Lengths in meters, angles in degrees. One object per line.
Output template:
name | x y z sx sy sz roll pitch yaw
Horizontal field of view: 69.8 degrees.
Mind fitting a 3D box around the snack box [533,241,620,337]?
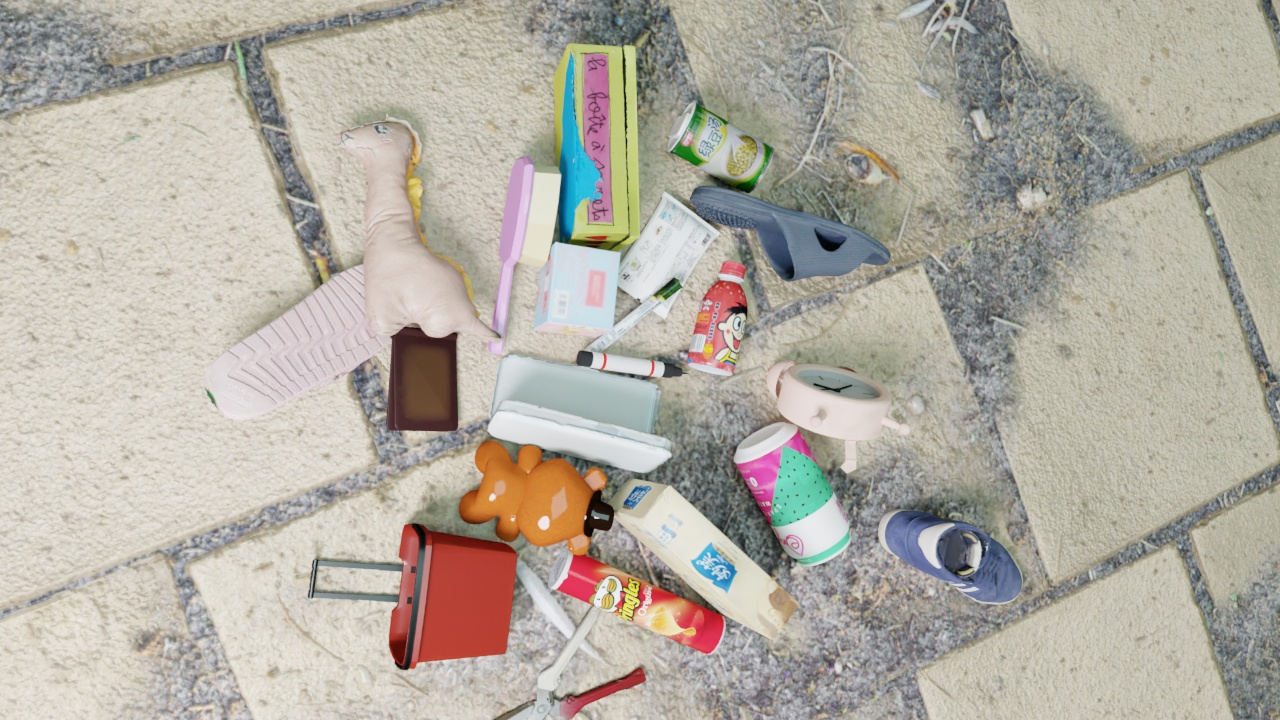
snack box | -0.075 -0.079 1.067 0.079 0.095 0.093 7 84 -17

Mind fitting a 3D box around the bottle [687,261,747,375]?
bottle | 0.101 -0.054 1.135 0.062 0.062 0.137 16 83 -15

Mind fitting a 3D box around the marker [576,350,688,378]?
marker | -0.007 0.006 1.113 0.145 0.019 0.019 8 84 -25

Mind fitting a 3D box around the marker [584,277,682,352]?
marker | -0.010 -0.050 1.110 0.146 0.017 0.017 -38 98 -3

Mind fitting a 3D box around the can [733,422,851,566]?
can | 0.188 0.164 1.132 0.088 0.088 0.166 -31 95 -16

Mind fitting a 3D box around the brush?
brush | -0.137 -0.118 1.062 0.043 0.089 0.229 7 97 -21

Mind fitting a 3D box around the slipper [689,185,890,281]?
slipper | 0.180 -0.143 1.151 0.263 0.101 0.082 17 89 -9

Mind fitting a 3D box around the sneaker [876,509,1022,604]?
sneaker | 0.436 0.258 1.184 0.233 0.118 0.091 28 79 -13

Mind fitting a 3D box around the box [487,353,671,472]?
box | -0.067 0.063 1.056 0.211 0.106 0.130 10 80 -16

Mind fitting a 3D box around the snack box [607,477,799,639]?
snack box | 0.067 0.224 1.059 0.207 0.153 0.055 43 75 -10

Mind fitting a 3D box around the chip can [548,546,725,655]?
chip can | -0.002 0.286 1.088 0.214 0.052 0.051 27 79 -13

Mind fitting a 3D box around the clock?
clock | 0.233 0.058 1.125 0.131 0.160 0.086 5 116 -17

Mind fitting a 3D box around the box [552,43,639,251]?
box | -0.052 -0.241 1.071 0.082 0.124 0.221 -3 86 -14

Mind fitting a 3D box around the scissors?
scissors | -0.084 0.378 1.078 0.196 0.015 0.179 6 86 -16

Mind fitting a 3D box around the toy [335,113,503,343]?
toy | -0.247 -0.146 1.031 0.195 0.065 0.264 9 66 -32

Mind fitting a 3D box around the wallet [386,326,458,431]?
wallet | -0.245 0.022 1.030 0.091 0.018 0.115 6 81 -49

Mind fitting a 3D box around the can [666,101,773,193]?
can | 0.098 -0.265 1.143 0.121 0.067 0.067 26 80 -14

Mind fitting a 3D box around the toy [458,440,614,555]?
toy | -0.115 0.158 1.042 0.176 0.096 0.112 16 81 13

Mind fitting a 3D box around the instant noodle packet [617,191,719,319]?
instant noodle packet | 0.031 -0.130 1.136 0.087 0.026 0.134 35 78 -12

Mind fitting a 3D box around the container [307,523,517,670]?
container | -0.246 0.250 0.987 0.200 0.127 0.148 8 84 -22

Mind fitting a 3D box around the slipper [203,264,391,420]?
slipper | -0.357 -0.015 0.995 0.238 0.065 0.094 -40 97 -32
